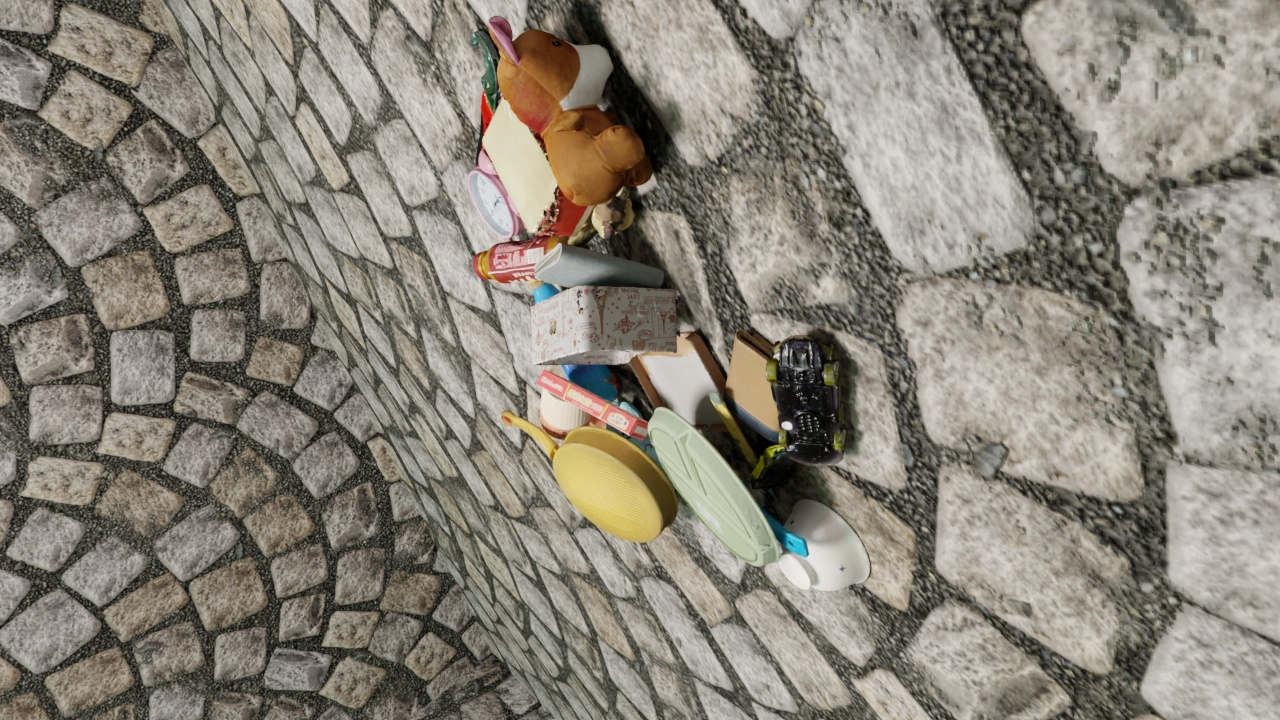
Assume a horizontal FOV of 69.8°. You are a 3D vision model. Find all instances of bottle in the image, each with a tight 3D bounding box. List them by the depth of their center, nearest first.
[{"bbox_3d":[-0.155,-0.134,1.233,0.175,0.057,0.057,-1,121,40],"label":"bottle"},{"bbox_3d":[-0.101,-0.033,1.304,0.065,0.065,0.219,-2,117,62],"label":"bottle"}]

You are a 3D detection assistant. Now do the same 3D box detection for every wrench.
[{"bbox_3d":[-0.205,-0.316,1.213,0.056,0.016,0.274,50,154,19],"label":"wrench"}]

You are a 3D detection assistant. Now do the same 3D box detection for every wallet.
[{"bbox_3d":[0.132,0.029,1.001,0.090,0.033,0.115,39,149,28],"label":"wallet"},{"bbox_3d":[-0.051,-0.106,1.082,0.107,0.129,0.037,165,114,-65],"label":"wallet"}]

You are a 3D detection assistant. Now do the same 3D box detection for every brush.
[{"bbox_3d":[0.127,0.170,1.113,0.255,0.045,0.083,38,148,60],"label":"brush"}]

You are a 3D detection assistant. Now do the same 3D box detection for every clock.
[{"bbox_3d":[-0.173,-0.226,1.213,0.117,0.059,0.159,55,153,3],"label":"clock"}]

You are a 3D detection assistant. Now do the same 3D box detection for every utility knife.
[{"bbox_3d":[0.125,0.102,1.082,0.205,0.021,0.031,51,174,-37],"label":"utility knife"}]

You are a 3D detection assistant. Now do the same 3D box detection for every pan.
[{"bbox_3d":[-0.094,0.151,1.370,0.358,0.078,0.198,16,136,31],"label":"pan"}]

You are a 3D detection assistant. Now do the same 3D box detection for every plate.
[{"bbox_3d":[0.081,0.154,1.093,0.230,0.027,0.230,51,166,17],"label":"plate"}]

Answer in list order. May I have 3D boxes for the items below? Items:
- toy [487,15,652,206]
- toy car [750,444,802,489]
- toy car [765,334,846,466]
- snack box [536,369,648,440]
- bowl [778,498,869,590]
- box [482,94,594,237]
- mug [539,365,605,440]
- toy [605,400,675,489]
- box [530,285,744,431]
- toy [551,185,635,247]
[{"bbox_3d":[-0.070,-0.258,0.926,0.199,0.130,0.140,49,-177,6],"label":"toy"},{"bbox_3d":[0.156,0.118,1.048,0.105,0.048,0.032,105,160,-59],"label":"toy car"},{"bbox_3d":[0.169,0.043,0.923,0.070,0.042,0.158,4,127,23],"label":"toy car"},{"bbox_3d":[-0.062,0.060,1.239,0.153,0.025,0.075,27,179,19],"label":"snack box"},{"bbox_3d":[0.201,0.228,1.071,0.118,0.064,0.118,42,152,29],"label":"bowl"},{"bbox_3d":[-0.122,-0.221,1.035,0.092,0.076,0.168,-54,53,37],"label":"box"},{"bbox_3d":[-0.098,0.068,1.412,0.114,0.081,0.106,22,145,8],"label":"mug"},{"bbox_3d":[0.004,0.129,1.320,0.162,0.049,0.156,-1,114,56],"label":"toy"},{"bbox_3d":[-0.002,-0.008,1.126,0.270,0.134,0.180,32,163,-21],"label":"box"},{"bbox_3d":[-0.062,-0.179,1.079,0.157,0.066,0.105,23,97,56],"label":"toy"}]
